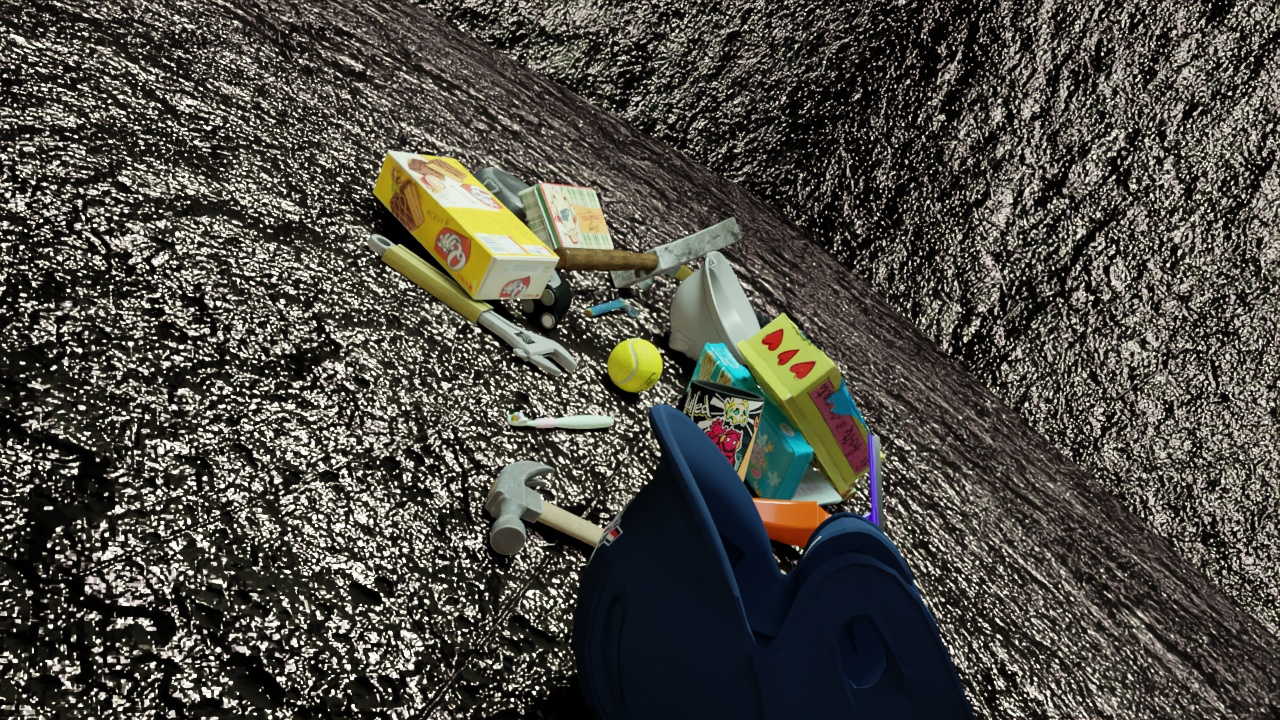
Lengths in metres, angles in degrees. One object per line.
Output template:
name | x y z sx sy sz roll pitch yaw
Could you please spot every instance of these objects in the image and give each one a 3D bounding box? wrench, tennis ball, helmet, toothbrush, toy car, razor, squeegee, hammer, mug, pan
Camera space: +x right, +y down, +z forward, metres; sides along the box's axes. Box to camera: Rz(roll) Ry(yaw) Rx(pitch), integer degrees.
wrench | -0.192 -0.063 1.042 0.273 0.018 0.083 35 18 0
tennis ball | -0.007 0.006 1.114 0.065 0.065 0.065 31 19 -12
helmet | 0.059 0.156 0.588 0.232 0.223 0.272 15 53 -78
toothbrush | -0.077 0.062 0.935 0.022 0.015 0.154 8 1 36
toy car | 0.258 0.158 1.220 0.111 0.047 0.047 4 33 -51
razor | -0.115 -0.087 1.191 0.060 0.057 0.156 2 20 4
helmet | 0.097 -0.057 1.384 0.183 0.118 0.270 61 17 -13
razor | -0.043 -0.077 1.333 0.042 0.022 0.143 38 19 14
squeegee | 0.173 0.176 0.991 0.184 0.055 0.249 14 56 -11
hammer | 0.150 -0.104 1.621 0.332 0.118 0.025 29 21 -32
mug | 0.074 0.074 1.013 0.081 0.098 0.118 10 7 -32
pan | -0.241 -0.254 1.408 0.187 0.055 0.356 46 17 27
hammer | 0.017 0.176 0.792 0.331 0.031 0.119 27 20 -19
hammer | -0.006 -0.158 1.328 0.299 0.218 0.037 -9 80 -61

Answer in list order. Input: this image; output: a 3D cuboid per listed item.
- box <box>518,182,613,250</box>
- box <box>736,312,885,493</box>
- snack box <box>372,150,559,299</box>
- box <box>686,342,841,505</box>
box | -0.112 -0.215 1.428 0.205 0.049 0.117 -16 91 -69
box | 0.210 0.055 1.128 0.221 0.081 0.124 49 3 -46
snack box | -0.212 -0.164 1.108 0.230 0.062 0.109 44 29 27
box | 0.164 0.078 1.149 0.121 0.098 0.226 1 34 -30
